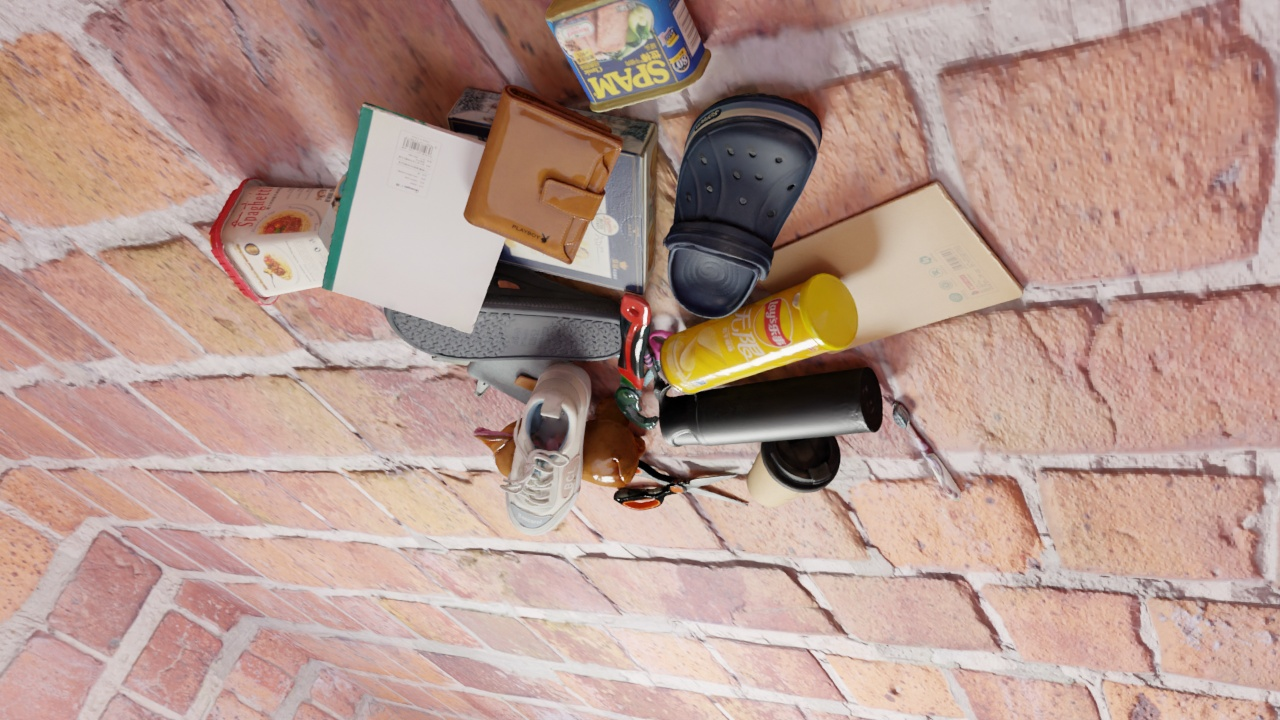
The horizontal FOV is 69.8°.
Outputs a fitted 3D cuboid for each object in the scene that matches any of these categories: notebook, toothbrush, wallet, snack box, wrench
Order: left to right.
[{"bbox_3d":[-0.199,-0.121,0.837,0.150,0.012,0.210,16,131,-16],"label":"notebook"},{"bbox_3d":[-0.145,0.009,1.096,0.106,0.036,0.130,30,145,-11],"label":"wallet"},{"bbox_3d":[-0.083,-0.153,0.774,0.108,0.031,0.132,23,130,-8],"label":"wallet"},{"bbox_3d":[-0.076,-0.153,0.858,0.182,0.045,0.178,14,144,11],"label":"snack box"},{"bbox_3d":[-0.006,0.006,1.012,0.056,0.016,0.274,25,153,15],"label":"wrench"},{"bbox_3d":[0.004,-0.008,1.009,0.014,0.017,0.189,-1,146,16],"label":"toothbrush"},{"bbox_3d":[0.217,-0.076,0.841,0.148,0.008,0.208,41,141,-27],"label":"notebook"},{"bbox_3d":[0.322,0.108,1.029,0.016,0.017,0.187,-10,135,38],"label":"toothbrush"}]

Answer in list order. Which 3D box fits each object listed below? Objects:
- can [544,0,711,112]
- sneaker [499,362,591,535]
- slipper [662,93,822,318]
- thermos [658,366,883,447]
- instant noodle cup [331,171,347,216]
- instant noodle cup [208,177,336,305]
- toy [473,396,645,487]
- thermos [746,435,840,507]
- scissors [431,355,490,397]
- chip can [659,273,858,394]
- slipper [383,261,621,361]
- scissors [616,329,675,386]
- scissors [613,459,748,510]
[{"bbox_3d":[-0.010,-0.244,0.689,0.102,0.057,0.083,-5,136,32],"label":"can"},{"bbox_3d":[-0.112,0.124,1.066,0.089,0.090,0.243,17,120,2],"label":"sneaker"},{"bbox_3d":[0.071,-0.115,0.788,0.105,0.095,0.253,18,145,0],"label":"slipper"},{"bbox_3d":[0.131,0.048,0.996,0.243,0.068,0.090,-8,125,32],"label":"thermos"},{"bbox_3d":[-0.245,-0.131,0.936,0.111,0.111,0.121,18,153,4],"label":"instant noodle cup"},{"bbox_3d":[-0.379,-0.132,1.000,0.124,0.116,0.117,-3,141,12],"label":"instant noodle cup"},{"bbox_3d":[-0.100,0.105,1.168,0.200,0.130,0.140,-11,137,8],"label":"toy"},{"bbox_3d":[0.173,0.125,1.075,0.093,0.092,0.143,21,153,0],"label":"thermos"},{"bbox_3d":[-0.171,-0.001,1.144,0.223,0.015,0.189,8,144,17],"label":"scissors"},{"bbox_3d":[0.111,-0.021,0.906,0.072,0.071,0.214,38,147,-23],"label":"chip can"},{"bbox_3d":[-0.138,-0.056,0.991,0.268,0.083,0.111,4,145,-16],"label":"slipper"},{"bbox_3d":[0.028,0.004,1.047,0.135,0.017,0.134,22,150,-5],"label":"scissors"},{"bbox_3d":[0.032,0.169,1.270,0.221,0.021,0.233,25,147,-15],"label":"scissors"}]
